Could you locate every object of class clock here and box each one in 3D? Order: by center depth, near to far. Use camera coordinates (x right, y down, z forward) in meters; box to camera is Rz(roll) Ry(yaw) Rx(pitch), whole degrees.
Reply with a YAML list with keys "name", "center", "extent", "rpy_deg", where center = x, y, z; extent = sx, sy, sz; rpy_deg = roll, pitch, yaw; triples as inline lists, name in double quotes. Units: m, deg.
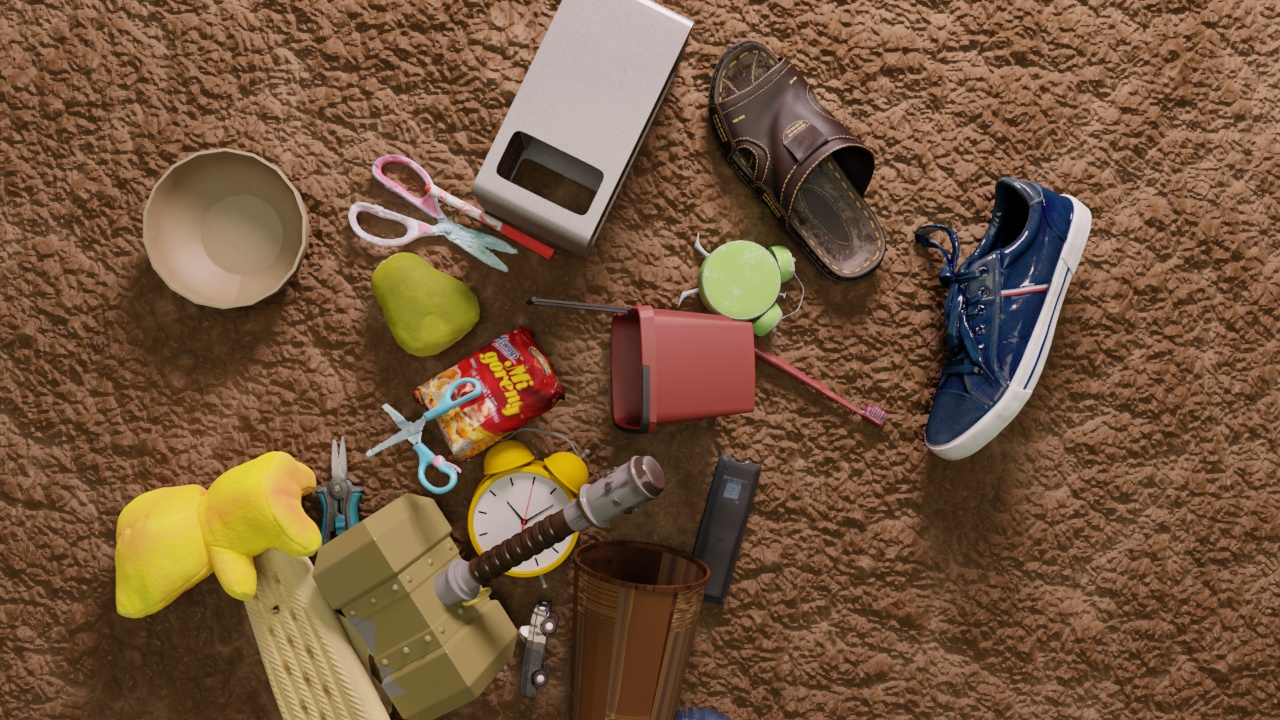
- name: "clock"
  center: [-0.111, 0.144, 0.913]
  extent: [0.113, 0.052, 0.152]
  rpy_deg: [13, 93, -3]
- name: "clock"
  center: [0.106, -0.077, 0.928]
  extent: [0.119, 0.042, 0.094]
  rpy_deg: [14, 90, -4]

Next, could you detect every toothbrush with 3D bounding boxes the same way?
- name: "toothbrush"
  center: [0.171, 0.016, 0.946]
  extent: [0.190, 0.016, 0.016]
  rpy_deg: [30, 84, -3]

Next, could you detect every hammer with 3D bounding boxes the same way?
- name: "hammer"
  center: [-0.116, 0.171, 0.822]
  extent: [0.326, 0.100, 0.190]
  rpy_deg: [-32, 91, 22]

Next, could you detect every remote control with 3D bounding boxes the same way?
- name: "remote control"
  center: [0.084, 0.174, 0.938]
  extent: [0.047, 0.022, 0.150]
  rpy_deg: [15, 89, -3]

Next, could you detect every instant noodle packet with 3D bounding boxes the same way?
- name: "instant noodle packet"
  center: [-0.148, 0.032, 0.901]
  extent: [0.135, 0.040, 0.098]
  rpy_deg: [-31, 61, -2]

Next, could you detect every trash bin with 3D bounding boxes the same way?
- name: "trash bin"
  center: [-0.055, -0.230, 0.881]
  extent: [0.114, 0.114, 0.229]
  rpy_deg: [26, 89, -3]

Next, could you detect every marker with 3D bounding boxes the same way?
- name: "marker"
  center: [-0.151, -0.140, 0.921]
  extent: [0.142, 0.013, 0.013]
  rpy_deg: [28, 89, -8]

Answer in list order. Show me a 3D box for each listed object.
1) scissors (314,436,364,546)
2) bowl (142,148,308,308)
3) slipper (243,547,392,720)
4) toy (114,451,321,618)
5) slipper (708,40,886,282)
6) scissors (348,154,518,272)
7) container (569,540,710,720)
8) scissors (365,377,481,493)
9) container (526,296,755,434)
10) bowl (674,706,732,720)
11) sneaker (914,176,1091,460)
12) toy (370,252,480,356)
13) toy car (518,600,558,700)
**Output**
- name: "scissors"
  center: [-0.295, 0.156, 0.917]
  extent: [0.127, 0.019, 0.142]
  rpy_deg: [-44, 86, 3]
- name: "bowl"
  center: [-0.396, -0.125, 0.894]
  extent: [0.152, 0.050, 0.152]
  rpy_deg: [0, 90, -3]
- name: "slipper"
  center: [-0.304, 0.290, 0.892]
  extent: [0.111, 0.079, 0.261]
  rpy_deg: [-36, 76, 19]
- name: "toy"
  center: [-0.401, 0.158, 0.856]
  extent: [0.194, 0.087, 0.134]
  rpy_deg: [-18, 51, 3]
- name: "slipper"
  center: [0.160, -0.199, 0.913]
  extent: [0.113, 0.076, 0.268]
  rpy_deg: [-33, 92, -3]
- name: "scissors"
  center: [-0.209, -0.124, 0.925]
  extent: [0.179, 0.016, 0.103]
  rpy_deg: [36, 84, -6]
- name: "container"
  center: [-0.009, 0.275, 0.886]
  extent: [0.132, 0.132, 0.167]
  rpy_deg: [7, 96, -3]
- name: "scissors"
  center: [-0.197, 0.062, 0.866]
  extent: [0.135, 0.015, 0.133]
  rpy_deg: [36, 81, 31]
- name: "container"
  center: [-0.005, 0.005, 0.870]
  extent: [0.200, 0.148, 0.127]
  rpy_deg: [-1, 89, -13]
- name: "bowl"
  center: [0.059, 0.414, 0.919]
  extent: [0.114, 0.061, 0.114]
  rpy_deg: [0, 90, -4]
- name: "sneaker"
  center: [0.330, -0.050, 0.912]
  extent: [0.127, 0.121, 0.294]
  rpy_deg: [24, 86, -16]
- name: "toy"
  center: [-0.216, -0.060, 0.905]
  extent: [0.090, 0.051, 0.110]
  rpy_deg: [-38, 90, -5]
- name: "toy car"
  center: [-0.106, 0.288, 0.917]
  extent: [0.037, 0.040, 0.092]
  rpy_deg: [9, 87, -1]
